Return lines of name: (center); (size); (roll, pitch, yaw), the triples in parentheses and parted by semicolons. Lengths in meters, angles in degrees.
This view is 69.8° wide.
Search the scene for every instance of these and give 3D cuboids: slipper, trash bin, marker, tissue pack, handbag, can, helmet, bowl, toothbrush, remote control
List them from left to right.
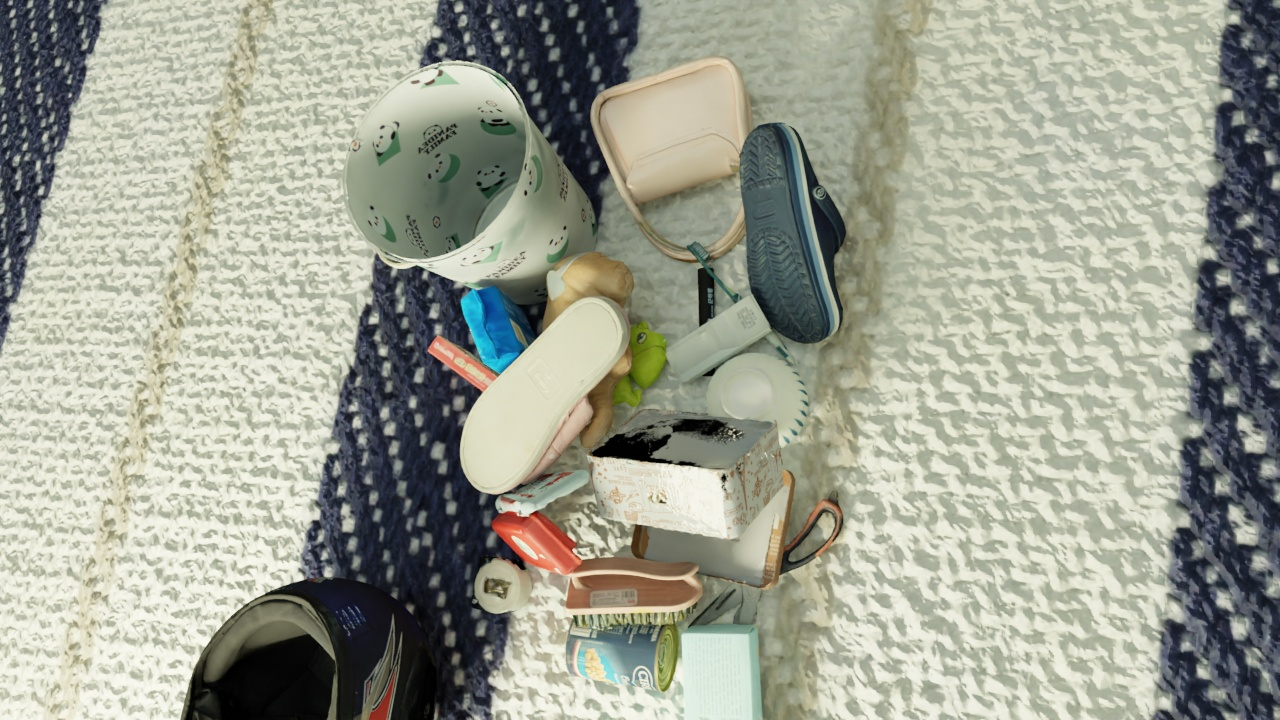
helmet: (-0.349, 0.404, 1.013); (0.248, 0.240, 0.314); (-7, 64, 17)
trash bin: (-0.182, -0.186, 1.088); (0.230, 0.252, 0.229); (-4, 76, 18)
tissue pack: (-0.162, -0.026, 1.098); (0.052, 0.157, 0.095); (-25, 74, 5)
slipper: (-0.106, 0.041, 1.033); (0.114, 0.054, 0.275); (46, 108, 21)
can: (-0.021, 0.318, 1.012); (0.111, 0.075, 0.075); (3, 79, 20)
handbag: (0.055, -0.235, 1.117); (0.193, 0.093, 0.234); (-16, 81, 15)
marker: (0.078, -0.046, 1.091); (0.022, 0.020, 0.132); (-8, 76, 34)
remote control: (0.088, -0.023, 1.055); (0.125, 0.024, 0.049); (-33, 69, 15)
toothbrush: (0.119, -0.069, 1.070); (0.018, 0.016, 0.191); (-42, 76, 6)
bowl: (0.125, 0.044, 1.027); (0.117, 0.066, 0.116); (-5, 76, 18)
slipper: (0.178, -0.144, 1.042); (0.095, 0.105, 0.252); (-11, 88, -27)

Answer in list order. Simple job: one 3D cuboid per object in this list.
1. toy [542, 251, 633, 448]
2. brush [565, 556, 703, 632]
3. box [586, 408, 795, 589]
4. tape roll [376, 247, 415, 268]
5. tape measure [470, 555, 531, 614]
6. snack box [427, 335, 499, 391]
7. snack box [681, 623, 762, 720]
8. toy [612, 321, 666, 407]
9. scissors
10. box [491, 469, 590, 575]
toy: (-0.063, -0.014, 1.075); (0.144, 0.082, 0.226); (6, 96, 54)
brush: (-0.006, 0.245, 0.984); (0.146, 0.063, 0.073); (-3, 118, 6)
box: (0.059, 0.160, 0.993); (0.183, 0.154, 0.185); (3, 111, 33)
tape roll: (-0.325, -0.169, 1.263); (0.086, 0.014, 0.085); (-4, 77, 18)
tape measure: (-0.165, 0.269, 1.097); (0.066, 0.033, 0.065); (4, 81, 21)
snack box: (-0.188, 0.024, 1.138); (0.153, 0.075, 0.025); (33, 88, 23)
snack box: (0.088, 0.370, 0.968); (0.074, 0.051, 0.174); (-5, 81, 18)
toy: (-0.007, 0.006, 1.101); (0.100, 0.031, 0.096); (-28, 64, 18)
scissors: (0.134, 0.218, 1.013); (0.189, 0.015, 0.225); (-11, 75, 17)
box: (-0.100, 0.168, 1.021); (0.095, 0.202, 0.101); (46, 71, -7)
